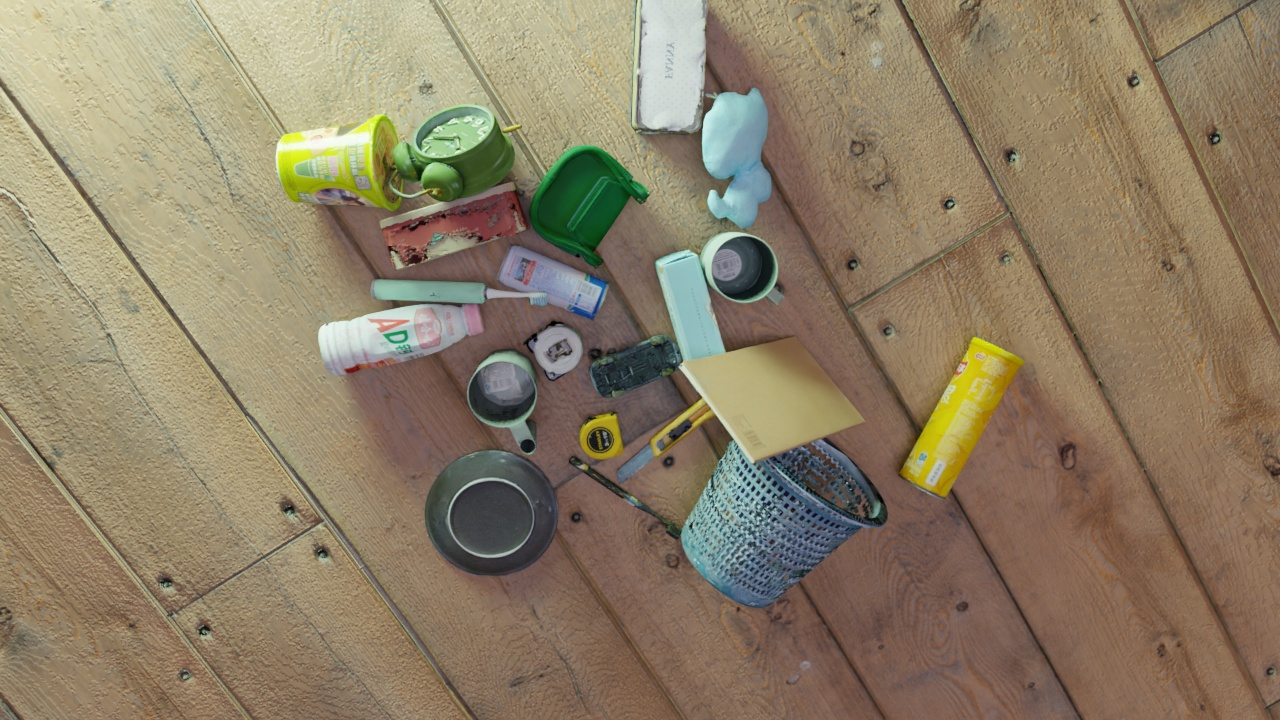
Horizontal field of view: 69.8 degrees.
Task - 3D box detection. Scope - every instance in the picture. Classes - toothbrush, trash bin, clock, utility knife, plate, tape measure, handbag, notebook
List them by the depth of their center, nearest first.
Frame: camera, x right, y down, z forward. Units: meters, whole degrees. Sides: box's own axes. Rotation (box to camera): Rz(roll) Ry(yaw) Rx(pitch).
[{"bbox_3d":[-0.223,-0.238,1.075,0.161,0.116,0.056,-43,143,-21],"label":"clock"},{"bbox_3d":[0.165,0.042,1.118,0.149,0.211,0.012,55,135,25],"label":"notebook"},{"bbox_3d":[-0.067,-0.193,1.132,0.120,0.068,0.131,33,97,-11],"label":"handbag"},{"bbox_3d":[-0.225,-0.085,1.139,0.224,0.026,0.027,3,112,7],"label":"toothbrush"},{"bbox_3d":[0.162,0.195,1.166,0.226,0.226,0.195,33,109,-10],"label":"trash bin"},{"bbox_3d":[-0.107,-0.016,1.181,0.066,0.033,0.066,-34,103,3],"label":"tape measure"},{"bbox_3d":[-0.052,0.100,1.209,0.057,0.029,0.060,-12,102,-3],"label":"tape measure"},{"bbox_3d":[-0.198,0.207,1.221,0.179,0.024,0.179,-1,100,-4],"label":"plate"},{"bbox_3d":[0.051,0.096,1.223,0.215,0.015,0.033,-39,99,4],"label":"utility knife"},{"bbox_3d":[-0.020,0.186,1.234,0.186,0.017,0.012,36,133,-10],"label":"toothbrush"}]

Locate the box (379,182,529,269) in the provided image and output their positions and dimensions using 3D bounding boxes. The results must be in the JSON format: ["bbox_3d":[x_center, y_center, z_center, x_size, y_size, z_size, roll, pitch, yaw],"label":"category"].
[{"bbox_3d":[-0.221,-0.155,1.115,0.168,0.091,0.077,-17,99,-1],"label":"box"}]

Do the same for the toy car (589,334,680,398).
[{"bbox_3d":[-0.007,0.007,1.192,0.120,0.037,0.054,-22,101,-7],"label":"toy car"}]

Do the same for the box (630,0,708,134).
[{"bbox_3d":[0.034,-0.367,1.112,0.090,0.061,0.184,4,98,-6],"label":"box"}]

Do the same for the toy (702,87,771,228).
[{"bbox_3d":[0.119,-0.257,1.135,0.156,0.050,0.161,47,68,-32],"label":"toy"}]

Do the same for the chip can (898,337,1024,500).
[{"bbox_3d":[0.426,0.078,1.221,0.072,0.072,0.213,25,97,-9],"label":"chip can"}]

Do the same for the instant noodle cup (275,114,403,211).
[{"bbox_3d":[-0.358,-0.230,1.087,0.123,0.111,0.112,-3,101,3],"label":"instant noodle cup"}]

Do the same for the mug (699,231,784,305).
[{"bbox_3d":[0.130,-0.110,1.143,0.111,0.106,0.082,37,95,-10],"label":"mug"}]

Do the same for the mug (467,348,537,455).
[{"bbox_3d":[-0.162,0.050,1.153,0.083,0.103,0.124,-23,103,0],"label":"mug"}]

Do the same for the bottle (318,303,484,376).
[{"bbox_3d":[-0.296,-0.034,1.147,0.197,0.068,0.068,-14,101,-5],"label":"bottle"}]

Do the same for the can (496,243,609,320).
[{"bbox_3d":[-0.110,-0.099,1.154,0.134,0.053,0.053,22,98,-8],"label":"can"}]

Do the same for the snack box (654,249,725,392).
[{"bbox_3d":[0.067,-0.051,1.166,0.051,0.074,0.175,-17,102,-1],"label":"snack box"}]
